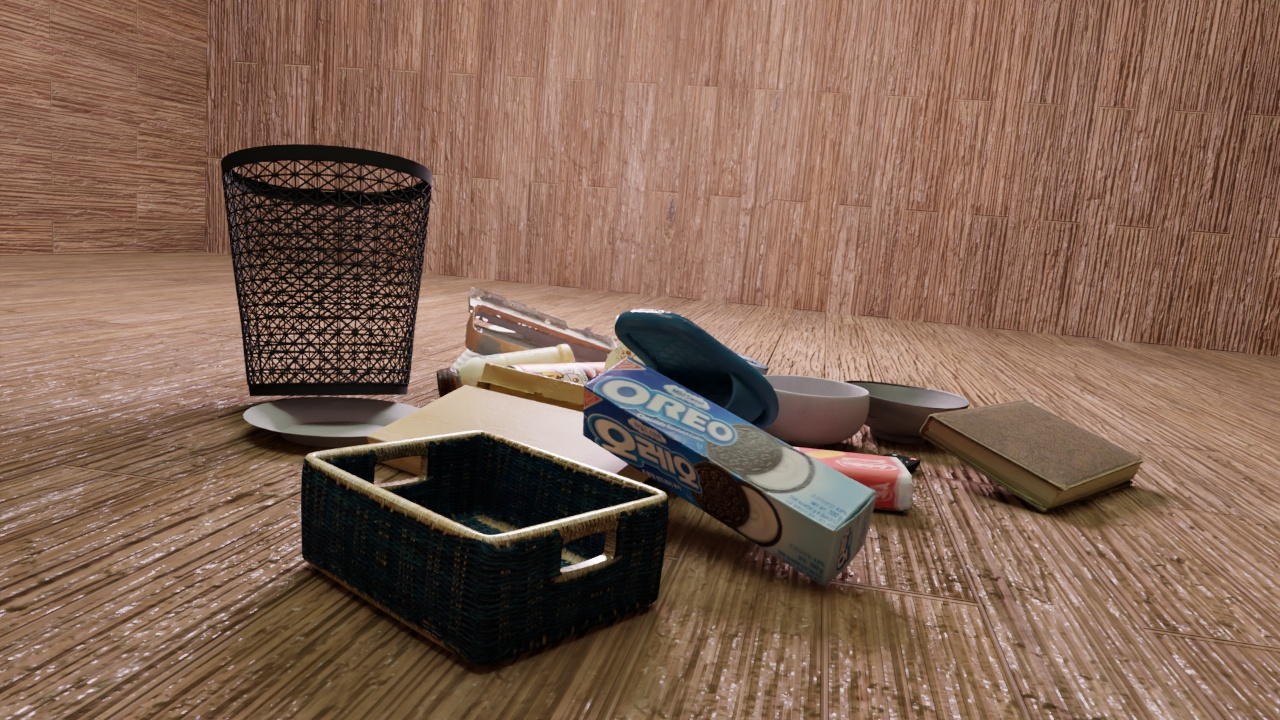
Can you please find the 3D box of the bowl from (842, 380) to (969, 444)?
[{"bbox_3d":[0.310,0.064,1.089,0.151,0.057,0.150,6,8,-1],"label":"bowl"}]

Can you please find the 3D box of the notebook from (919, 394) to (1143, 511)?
[{"bbox_3d":[0.388,0.081,0.945,0.215,0.034,0.190,-3,27,-42],"label":"notebook"}]

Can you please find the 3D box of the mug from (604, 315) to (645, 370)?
[{"bbox_3d":[-0.006,0.006,0.992,0.081,0.121,0.097,-16,-22,4],"label":"mug"}]

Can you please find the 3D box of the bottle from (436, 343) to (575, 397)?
[{"bbox_3d":[-0.160,0.018,1.098,0.162,0.056,0.056,-9,12,-15],"label":"bottle"}]

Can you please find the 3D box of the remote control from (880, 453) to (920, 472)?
[{"bbox_3d":[0.237,0.108,0.912,0.039,0.010,0.124,12,11,40],"label":"remote control"}]

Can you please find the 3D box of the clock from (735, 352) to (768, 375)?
[{"bbox_3d":[0.127,0.018,1.263,0.089,0.052,0.124,21,9,4],"label":"clock"}]

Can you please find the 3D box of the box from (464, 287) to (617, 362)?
[{"bbox_3d":[-0.124,-0.031,1.212,0.216,0.043,0.148,18,32,-19],"label":"box"}]

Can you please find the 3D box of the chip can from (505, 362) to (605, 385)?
[{"bbox_3d":[-0.059,0.033,1.072,0.210,0.062,0.062,-2,11,-37],"label":"chip can"}]

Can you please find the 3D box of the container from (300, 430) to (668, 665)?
[{"bbox_3d":[-0.097,0.103,0.557,0.188,0.071,0.145,12,11,41],"label":"container"}]

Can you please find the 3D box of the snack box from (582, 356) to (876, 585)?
[{"bbox_3d":[0.056,0.073,0.665,0.226,0.060,0.059,29,45,32],"label":"snack box"}]

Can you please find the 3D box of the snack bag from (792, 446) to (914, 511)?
[{"bbox_3d":[0.178,0.104,0.819,0.116,0.036,0.077,5,8,5],"label":"snack bag"}]

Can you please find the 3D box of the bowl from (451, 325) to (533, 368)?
[{"bbox_3d":[-0.176,-0.009,1.271,0.177,0.071,0.177,5,9,-1],"label":"bowl"}]

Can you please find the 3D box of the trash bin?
[{"bbox_3d":[-0.337,-0.084,0.995,0.217,0.243,0.217,-1,-2,0],"label":"trash bin"}]

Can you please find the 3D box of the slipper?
[{"bbox_3d":[0.046,0.019,0.819,0.104,0.059,0.213,2,-25,37],"label":"slipper"}]

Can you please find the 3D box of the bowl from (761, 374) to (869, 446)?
[{"bbox_3d":[0.185,0.059,1.027,0.132,0.064,0.131,5,9,-1],"label":"bowl"}]

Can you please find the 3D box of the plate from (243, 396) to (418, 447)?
[{"bbox_3d":[-0.294,0.062,0.897,0.173,0.019,0.172,5,8,-1],"label":"plate"}]

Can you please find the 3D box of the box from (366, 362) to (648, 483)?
[{"bbox_3d":[-0.067,0.066,0.832,0.248,0.097,0.260,10,16,36],"label":"box"}]
